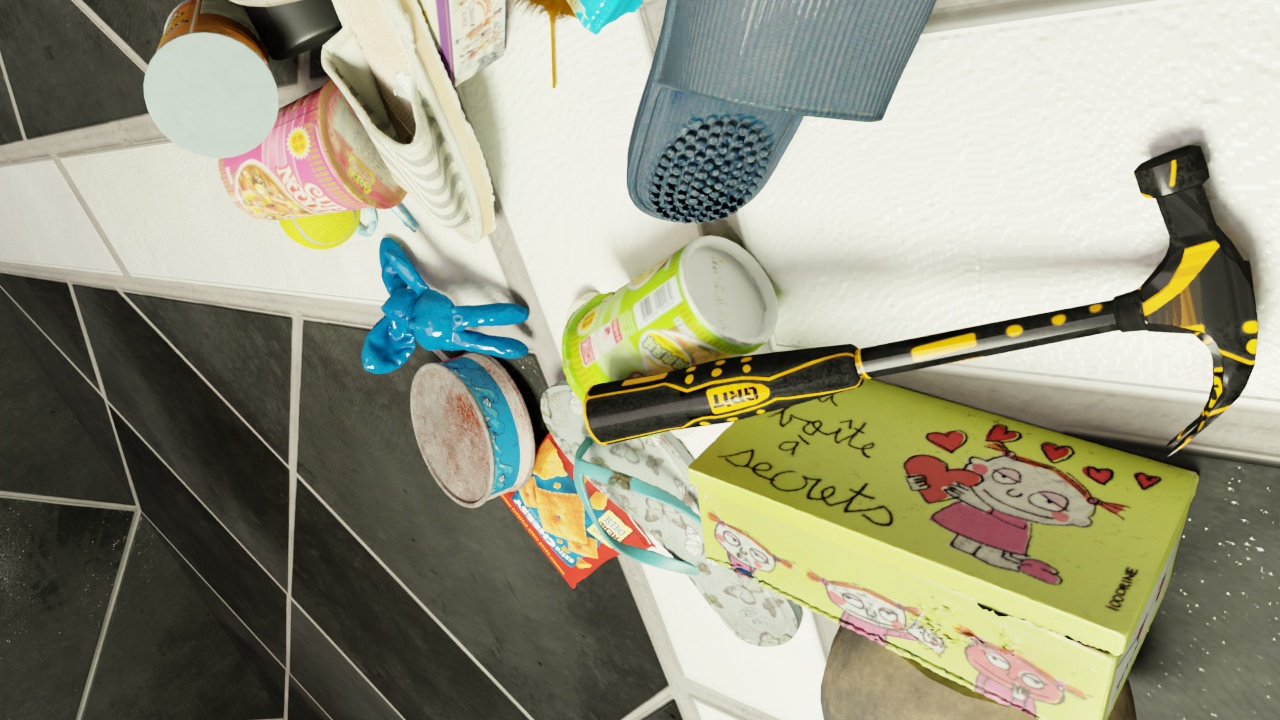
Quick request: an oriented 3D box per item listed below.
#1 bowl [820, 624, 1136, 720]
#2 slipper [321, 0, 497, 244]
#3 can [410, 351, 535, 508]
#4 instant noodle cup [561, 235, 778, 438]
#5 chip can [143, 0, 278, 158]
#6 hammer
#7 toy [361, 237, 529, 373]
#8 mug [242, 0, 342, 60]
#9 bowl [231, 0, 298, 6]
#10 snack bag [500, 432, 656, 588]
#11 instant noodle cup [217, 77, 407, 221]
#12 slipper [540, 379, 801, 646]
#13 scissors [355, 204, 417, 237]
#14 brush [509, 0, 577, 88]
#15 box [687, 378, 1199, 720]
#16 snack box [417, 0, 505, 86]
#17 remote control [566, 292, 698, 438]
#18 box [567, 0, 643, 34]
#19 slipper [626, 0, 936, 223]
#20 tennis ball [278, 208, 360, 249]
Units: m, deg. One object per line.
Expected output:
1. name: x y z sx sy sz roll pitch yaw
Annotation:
1. bowl: 0.181 0.172 0.494 0.162 0.161 0.070 19 119 35
2. slipper: -0.154 -0.169 0.565 0.114 0.054 0.273 46 163 30
3. can: -0.148 0.059 0.797 0.130 0.044 0.130 23 122 43
4. instant noodle cup: 0.021 -0.017 0.548 0.099 0.098 0.108 52 136 -3
5. chip can: -0.298 -0.205 0.643 0.215 0.075 0.075 -131 23 -55
6. hammer: 0.107 0.005 0.442 0.321 0.036 0.123 -13 103 32
7. toy: -0.170 -0.032 0.742 0.176 0.070 0.113 17 107 33
8. mug: -0.233 -0.258 0.618 0.088 0.078 0.113 65 168 -20
9. bowl: -0.143 -0.243 0.383 0.179 0.081 0.179 9 113 22
10. snack bag: -0.063 0.130 0.804 0.131 0.039 0.144 52 138 0
11. instant noodle cup: -0.239 -0.145 0.664 0.109 0.097 0.098 -10 117 22
12. slipper: 0.019 0.120 0.695 0.269 0.054 0.098 46 132 0
13. scissors: -0.231 -0.155 0.751 0.139 0.011 0.134 56 146 -7
14. brush: -0.054 -0.213 0.509 0.048 0.017 0.127 29 139 26
15. box: 0.147 0.083 0.478 0.221 0.124 0.083 22 134 36
16. snack box: -0.134 -0.245 0.501 0.143 0.040 0.148 49 166 2
17. remote control: -0.004 0.004 0.650 0.125 0.018 0.038 45 144 4
18. box: -0.039 -0.270 0.377 0.170 0.085 0.227 -22 105 45
19. slipper: 0.056 -0.123 0.389 0.264 0.101 0.082 122 148 -57
20. tennis ball: -0.262 -0.123 0.748 0.065 0.065 0.065 28 139 27
